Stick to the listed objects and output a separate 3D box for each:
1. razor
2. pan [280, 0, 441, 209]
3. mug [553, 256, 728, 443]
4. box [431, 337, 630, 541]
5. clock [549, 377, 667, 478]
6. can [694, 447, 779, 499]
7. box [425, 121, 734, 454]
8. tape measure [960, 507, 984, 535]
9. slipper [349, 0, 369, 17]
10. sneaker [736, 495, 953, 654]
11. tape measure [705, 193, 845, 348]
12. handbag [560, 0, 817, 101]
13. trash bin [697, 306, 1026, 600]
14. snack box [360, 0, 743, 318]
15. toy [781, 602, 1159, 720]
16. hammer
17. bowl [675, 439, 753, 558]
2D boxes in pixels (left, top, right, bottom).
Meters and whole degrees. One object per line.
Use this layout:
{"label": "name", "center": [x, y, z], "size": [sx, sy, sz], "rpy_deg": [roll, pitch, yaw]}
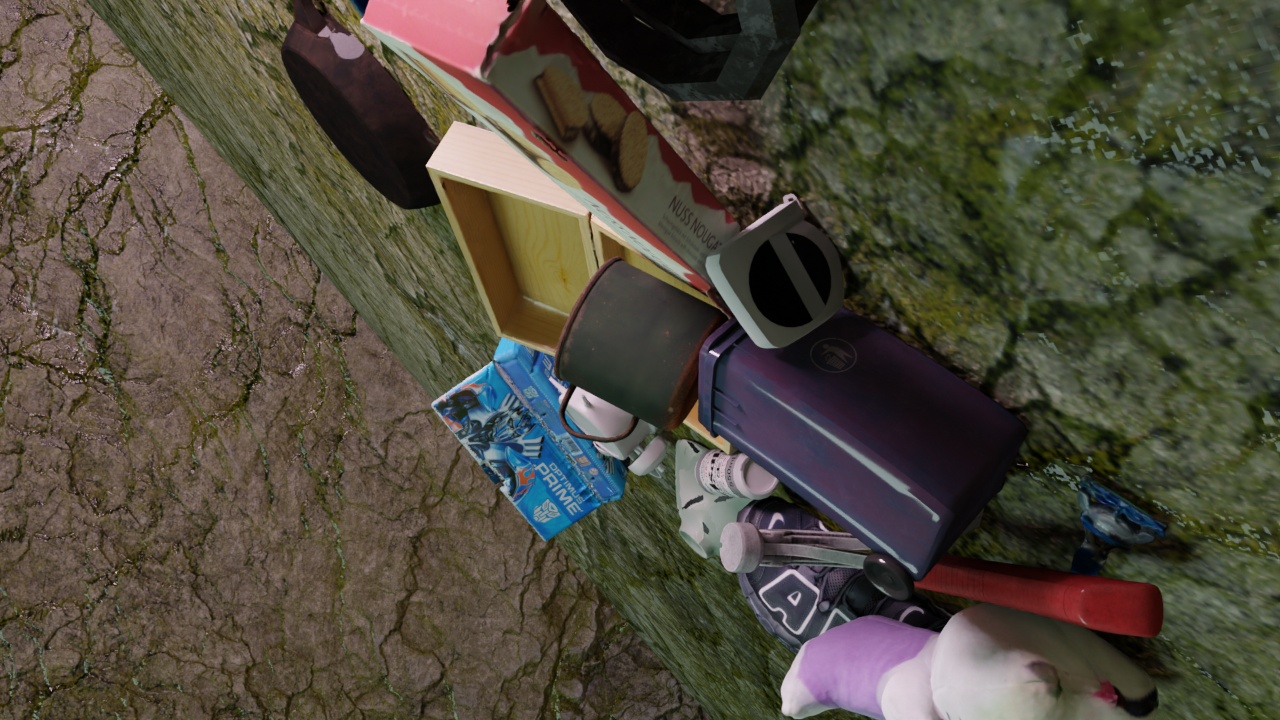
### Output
{"label": "razor", "center": [0.239, 0.108, 0.487], "size": [0.044, 0.018, 0.141], "rpy_deg": [36, 160, 31]}
{"label": "pan", "center": [-0.299, -0.282, 0.886], "size": [0.249, 0.043, 0.356], "rpy_deg": [35, 160, 35]}
{"label": "mug", "center": [-0.004, 0.004, 0.563], "size": [0.081, 0.111, 0.085], "rpy_deg": [27, 179, 11]}
{"label": "box", "center": [-0.102, 0.079, 1.040], "size": [0.075, 0.166, 0.243], "rpy_deg": [7, 139, 47]}
{"label": "clock", "center": [-0.023, 0.068, 0.993], "size": [0.159, 0.061, 0.120], "rpy_deg": [51, 165, -30]}
{"label": "can", "center": [0.084, 0.099, 0.811], "size": [0.044, 0.044, 0.107], "rpy_deg": [49, 164, -7]}
{"label": "box", "center": [-0.025, -0.044, 0.709], "size": [0.257, 0.076, 0.247], "rpy_deg": [32, 161, 18]}
{"label": "tape measure", "center": [0.165, 0.088, 0.556], "size": [0.060, 0.062, 0.020], "rpy_deg": [30, 121, 46]}
{"label": "slipper", "center": [-0.174, -0.258, 0.607], "size": [0.214, 0.059, 0.104], "rpy_deg": [40, 165, 17]}
{"label": "sneaker", "center": [0.181, 0.203, 0.735], "size": [0.252, 0.097, 0.151], "rpy_deg": [44, 158, 8]}
{"label": "tape measure", "center": [0.073, -0.044, 0.474], "size": [0.065, 0.064, 0.017], "rpy_deg": [58, 162, -12]}
{"label": "handbag", "center": [-0.014, -0.176, 0.313], "size": [0.197, 0.102, 0.199], "rpy_deg": [22, 150, 56]}
{"label": "trash bin", "center": [0.113, 0.034, 0.505], "size": [0.161, 0.093, 0.092], "rpy_deg": [37, 152, 27]}
{"label": "snack box", "center": [-0.013, -0.090, 0.440], "size": [0.077, 0.044, 0.272], "rpy_deg": [33, -179, 29]}
{"label": "toy", "center": [0.201, 0.200, 0.581], "size": [0.137, 0.085, 0.210], "rpy_deg": [16, 157, -35]}
{"label": "hammer", "center": [0.176, 0.129, 0.565], "size": [0.126, 0.036, 0.316], "rpy_deg": [6, 172, -21]}
{"label": "bowl", "center": [0.077, 0.166, 0.945], "size": [0.174, 0.067, 0.174], "rpy_deg": [41, 160, 17]}
